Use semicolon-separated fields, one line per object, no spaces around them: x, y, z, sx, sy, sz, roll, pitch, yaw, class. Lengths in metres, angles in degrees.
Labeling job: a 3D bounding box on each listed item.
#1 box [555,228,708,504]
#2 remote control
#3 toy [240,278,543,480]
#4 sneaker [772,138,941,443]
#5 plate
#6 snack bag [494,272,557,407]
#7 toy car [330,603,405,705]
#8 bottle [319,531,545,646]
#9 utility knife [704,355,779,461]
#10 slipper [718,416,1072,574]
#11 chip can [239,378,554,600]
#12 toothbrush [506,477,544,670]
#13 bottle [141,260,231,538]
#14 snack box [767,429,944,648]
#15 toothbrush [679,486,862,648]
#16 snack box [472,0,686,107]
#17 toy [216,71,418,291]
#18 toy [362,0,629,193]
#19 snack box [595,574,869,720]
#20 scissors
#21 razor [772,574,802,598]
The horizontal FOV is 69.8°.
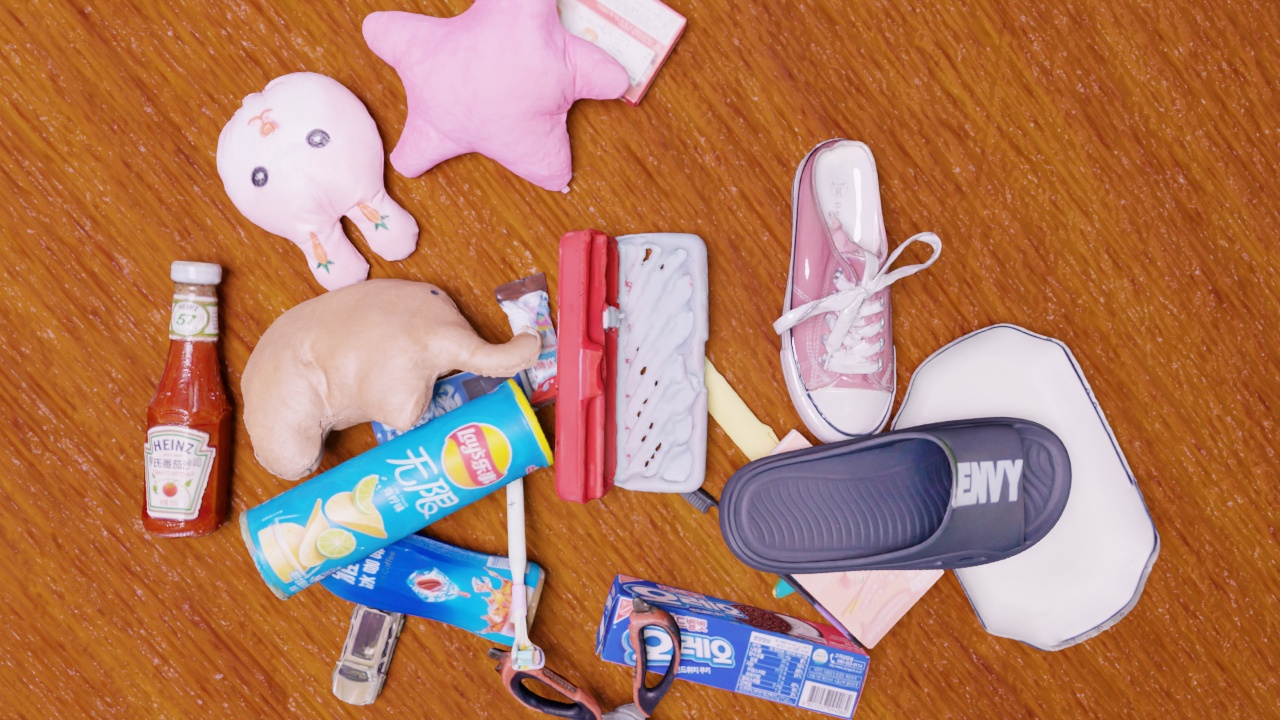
-0.005;0.004;0.680;0.100;0.094;0.201;1;94;14;box
-0.146;0.036;0.718;0.125;0.024;0.049;-19;95;-5;remote control
-0.186;-0.003;0.669;0.226;0.082;0.143;-22;63;6;toy
0.156;-0.048;0.691;0.118;0.088;0.241;-2;95;-2;sneaker
0.303;0.101;0.737;0.162;0.034;0.265;-29;95;0;plate
-0.079;-0.014;0.714;0.045;0.026;0.105;-19;92;-25;snack bag
-0.217;0.230;0.726;0.042;0.035;0.090;18;96;-3;toy car
-0.185;0.162;0.705;0.218;0.065;0.065;16;94;-4;bottle
0.058;0.021;0.728;0.031;0.019;0.178;-39;99;-3;utility knife
0.193;0.103;0.660;0.268;0.083;0.110;-7;83;-4;slipper
-0.171;0.090;0.659;0.210;0.071;0.071;-26;95;-12;chip can
-0.091;0.134;0.690;0.020;0.029;0.189;-27;58;36;toothbrush
-0.339;0.029;0.691;0.060;0.060;0.206;5;95;-3;bottle
0.148;0.137;0.712;0.157;0.026;0.084;44;90;2;snack box
0.101;0.161;0.724;0.189;0.014;0.017;43;103;9;toothbrush
-0.048;-0.266;0.697;0.153;0.025;0.075;32;94;-4;snack box
-0.239;-0.133;0.689;0.121;0.054;0.159;-35;103;2;toy
-0.108;-0.194;0.674;0.195;0.074;0.178;-23;116;17;toy
0.071;0.225;0.725;0.207;0.058;0.057;14;94;-4;snack box
-0.014;0.266;0.705;0.225;0.015;0.189;38;114;-16;scissors
0.160;0.150;0.737;0.132;0.028;0.043;-36;91;0;razor
